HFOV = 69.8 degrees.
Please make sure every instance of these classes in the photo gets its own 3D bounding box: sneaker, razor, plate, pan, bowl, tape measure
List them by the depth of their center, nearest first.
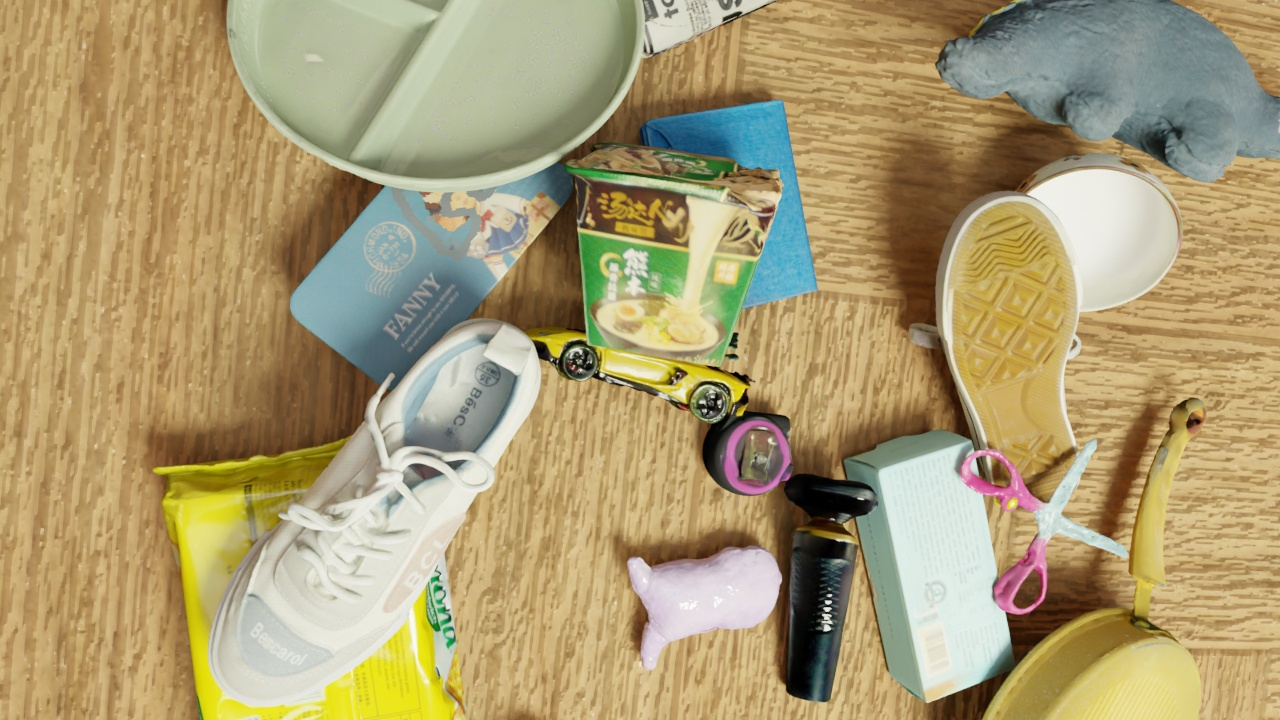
[{"bbox_3d":[-0.131,0.080,0.473,0.089,0.091,0.242,38,81,-10],"label":"sneaker"},{"bbox_3d":[-0.112,-0.192,0.521,0.230,0.027,0.229,2,69,-6],"label":"plate"},{"bbox_3d":[0.072,0.062,0.614,0.057,0.039,0.058,10,91,-14],"label":"tape measure"},{"bbox_3d":[0.249,-0.010,0.628,0.118,0.087,0.241,-16,119,11],"label":"sneaker"},{"bbox_3d":[0.123,0.157,0.628,0.062,0.067,0.167,6,102,14],"label":"razor"},{"bbox_3d":[0.309,-0.097,0.638,0.113,0.114,0.062,40,42,-12],"label":"bowl"},{"bbox_3d":[0.345,0.197,0.663,0.197,0.078,0.357,24,95,-32],"label":"pan"}]

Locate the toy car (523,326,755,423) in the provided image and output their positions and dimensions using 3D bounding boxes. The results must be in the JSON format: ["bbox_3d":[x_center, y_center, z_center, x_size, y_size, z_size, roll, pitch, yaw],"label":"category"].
[{"bbox_3d":[-0.003,0.003,0.577,0.155,0.071,0.041,16,91,-13],"label":"toy car"}]

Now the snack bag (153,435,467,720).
[{"bbox_3d":[-0.191,0.163,0.547,0.158,0.068,0.246,-7,96,-12],"label":"snack bag"}]

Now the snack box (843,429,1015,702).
[{"bbox_3d":[0.203,0.142,0.643,0.074,0.052,0.175,-15,97,-15],"label":"snack box"}]

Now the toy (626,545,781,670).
[{"bbox_3d":[0.046,0.160,0.616,0.108,0.039,0.084,-10,107,-18],"label":"toy"}]

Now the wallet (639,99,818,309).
[{"bbox_3d":[0.059,-0.099,0.604,0.106,0.040,0.133,-13,95,-16],"label":"wallet"}]

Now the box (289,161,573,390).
[{"bbox_3d":[-0.127,-0.065,0.550,0.090,0.062,0.184,38,83,-12],"label":"box"}]

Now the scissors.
[{"bbox_3d":[0.268,0.109,0.616,0.133,0.017,0.133,25,94,-5],"label":"scissors"}]

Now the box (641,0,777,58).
[{"bbox_3d":[0.051,-0.248,0.582,0.164,0.060,0.072,-30,83,-9],"label":"box"}]

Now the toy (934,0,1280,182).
[{"bbox_3d":[0.331,-0.190,0.617,0.356,0.137,0.092,6,135,-19],"label":"toy"}]

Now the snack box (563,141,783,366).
[{"bbox_3d":[0.015,-0.061,0.530,0.117,0.118,0.106,10,110,6],"label":"snack box"}]
